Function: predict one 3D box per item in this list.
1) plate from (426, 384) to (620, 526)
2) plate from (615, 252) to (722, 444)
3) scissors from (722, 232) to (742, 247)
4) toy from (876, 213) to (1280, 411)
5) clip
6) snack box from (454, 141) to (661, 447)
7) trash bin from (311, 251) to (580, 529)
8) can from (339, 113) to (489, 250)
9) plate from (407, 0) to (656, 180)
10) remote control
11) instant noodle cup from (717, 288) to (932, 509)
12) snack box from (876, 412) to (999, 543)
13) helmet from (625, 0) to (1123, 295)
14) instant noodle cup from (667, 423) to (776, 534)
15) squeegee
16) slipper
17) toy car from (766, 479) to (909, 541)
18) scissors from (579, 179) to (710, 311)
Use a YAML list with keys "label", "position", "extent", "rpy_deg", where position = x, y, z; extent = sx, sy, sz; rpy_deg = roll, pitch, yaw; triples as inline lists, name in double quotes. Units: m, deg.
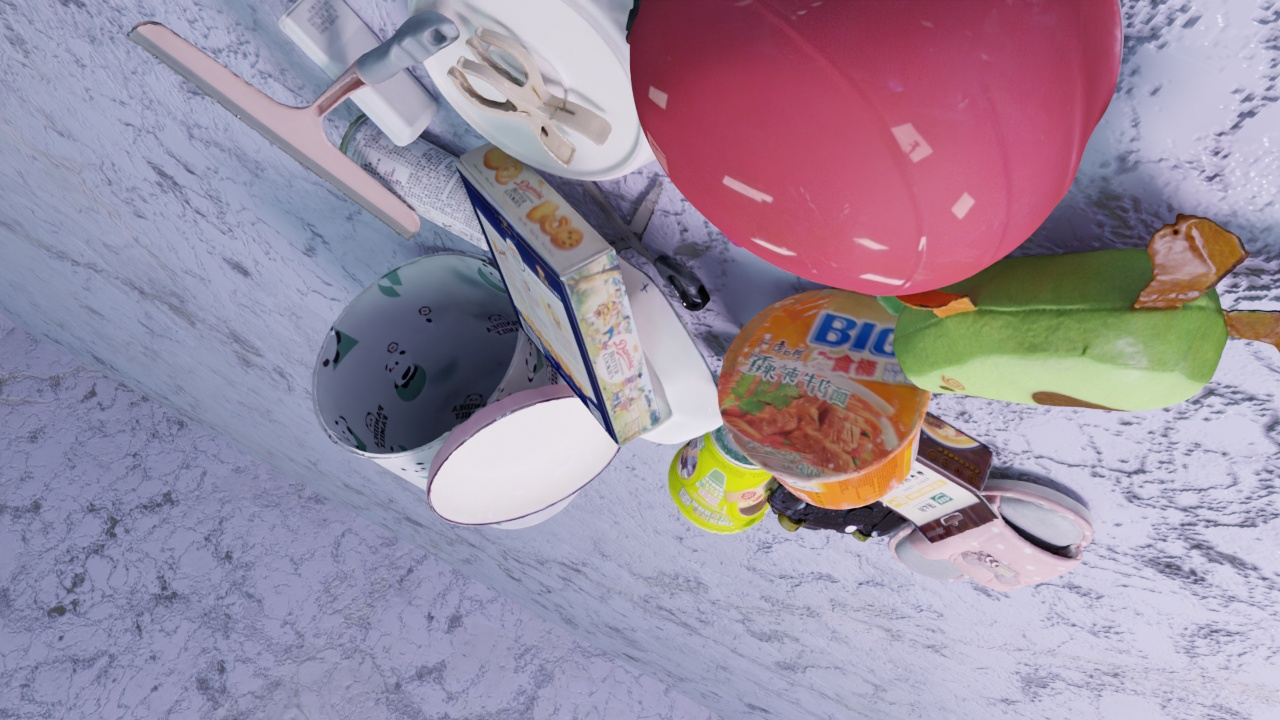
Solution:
- label: "plate"
  position: [-0.106, 0.081, 0.836]
  extent: [0.039, 0.192, 0.193]
  rpy_deg: [60, 171, 31]
- label: "plate"
  position: [-0.005, 0.005, 0.786]
  extent: [0.162, 0.034, 0.266]
  rpy_deg: [58, 165, 2]
- label: "scissors"
  position: [0.075, -0.114, 0.623]
  extent: [0.119, 0.017, 0.133]
  rpy_deg: [2, 139, 52]
- label: "toy"
  position: [0.239, -0.017, 0.519]
  extent: [0.226, 0.090, 0.247]
  rpy_deg: [16, 170, -26]
- label: "clip"
  position: [-0.068, -0.159, 0.564]
  extent: [0.100, 0.034, 0.070]
  rpy_deg: [37, 154, -26]
- label: "snack box"
  position: [-0.062, -0.051, 0.701]
  extent: [0.178, 0.045, 0.183]
  rpy_deg: [47, 161, 41]
- label: "trash bin"
  position: [-0.176, 0.051, 0.973]
  extent: [0.230, 0.229, 0.252]
  rpy_deg: [15, 156, 29]
- label: "can"
  position: [-0.177, -0.151, 0.773]
  extent: [0.147, 0.058, 0.058]
  rpy_deg: [28, 155, 3]
- label: "plate"
  position: [-0.063, -0.192, 0.589]
  extent: [0.205, 0.045, 0.205]
  rpy_deg: [24, 154, 13]
- label: "remote control"
  position: [-0.207, -0.220, 0.687]
  extent: [0.024, 0.048, 0.125]
  rpy_deg: [-5, 139, 48]
- label: "instant noodle cup"
  position: [0.143, 0.038, 0.690]
  extent: [0.151, 0.151, 0.111]
  rpy_deg: [16, 161, 27]
- label: "snack box"
  position: [0.234, 0.095, 0.795]
  extent: [0.125, 0.053, 0.113]
  rpy_deg: [30, 155, -1]
- label: "helmet"
  position: [0.090, -0.116, 0.436]
  extent: [0.240, 0.143, 0.207]
  rpy_deg: [12, 152, 23]
- label: "instant noodle cup"
  position: [0.092, 0.096, 0.898]
  extent: [0.112, 0.111, 0.124]
  rpy_deg: [27, 148, 7]
- label: "squeegee"
  position: [-0.190, -0.192, 0.629]
  extent: [0.250, 0.040, 0.247]
  rpy_deg: [-8, 142, 47]
- label: "slipper"
  position: [0.312, 0.175, 0.858]
  extent: [0.114, 0.054, 0.275]
  rpy_deg: [31, 156, -1]
- label: "toy car"
  position: [0.194, 0.137, 0.880]
  extent: [0.158, 0.042, 0.070]
  rpy_deg: [16, 131, -25]
- label: "scissors"
  position: [-0.010, -0.100, 0.745]
  extent: [0.160, 0.014, 0.178]
  rpy_deg: [-2, 138, 48]
